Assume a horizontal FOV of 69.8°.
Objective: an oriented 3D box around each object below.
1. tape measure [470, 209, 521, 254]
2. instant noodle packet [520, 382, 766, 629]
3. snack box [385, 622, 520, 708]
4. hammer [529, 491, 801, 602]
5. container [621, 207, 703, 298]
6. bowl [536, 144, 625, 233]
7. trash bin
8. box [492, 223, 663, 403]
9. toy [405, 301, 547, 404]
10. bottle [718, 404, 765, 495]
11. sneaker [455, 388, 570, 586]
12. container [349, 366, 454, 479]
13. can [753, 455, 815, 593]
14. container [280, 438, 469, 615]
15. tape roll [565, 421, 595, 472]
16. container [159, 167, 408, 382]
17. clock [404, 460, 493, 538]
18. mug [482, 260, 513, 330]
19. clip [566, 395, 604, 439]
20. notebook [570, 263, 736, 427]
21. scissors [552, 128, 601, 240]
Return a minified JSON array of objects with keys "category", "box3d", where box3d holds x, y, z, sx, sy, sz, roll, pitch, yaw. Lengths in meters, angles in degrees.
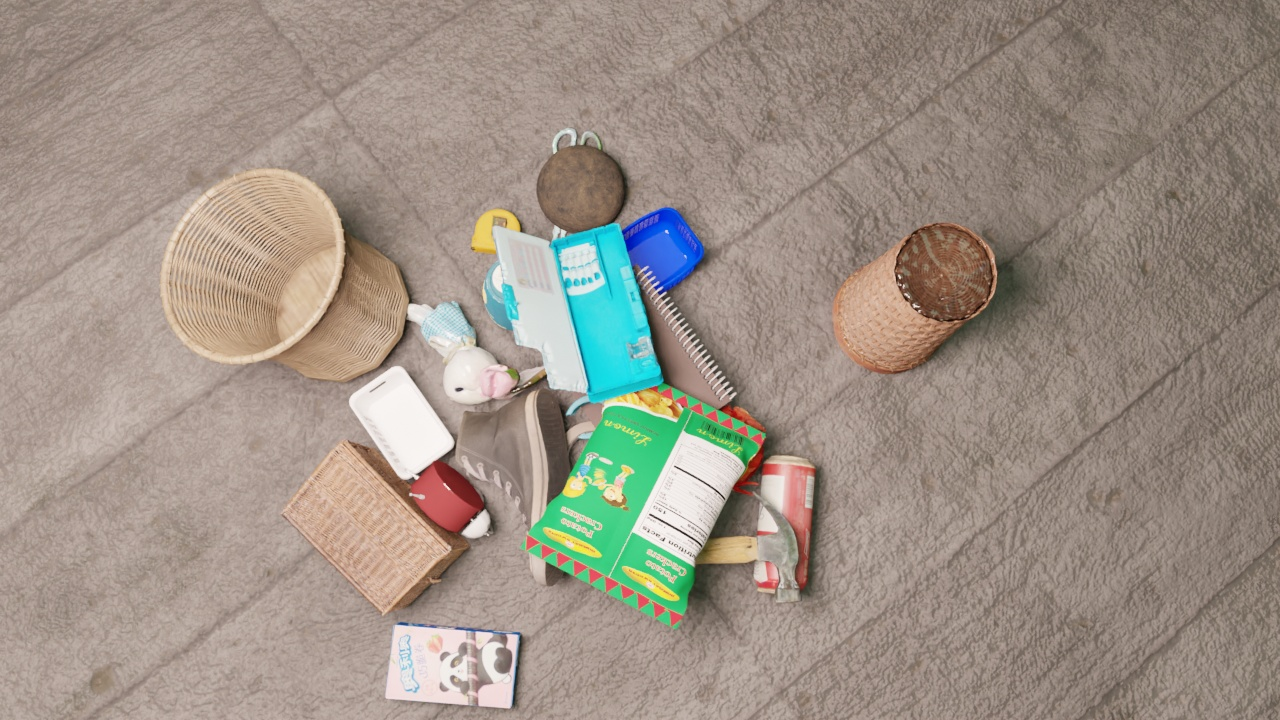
[{"category":"tape measure","box3d":[-0.189,-0.173,1.230,0.068,0.030,0.059,7,81,-2]},{"category":"instant noodle packet","box3d":[0.008,0.150,1.065,0.195,0.090,0.252,26,70,5]},{"category":"snack box","box3d":[-0.228,0.372,1.120,0.154,0.033,0.088,6,79,-1]},{"category":"hammer","box3d":[0.026,0.235,1.125,0.331,0.033,0.132,-5,75,10]},{"category":"container","box3d":[0.017,-0.136,1.217,0.114,0.058,0.096,-34,82,-8]},{"category":"bowl","box3d":[-0.076,-0.234,1.222,0.121,0.056,0.121,1,83,-10]},{"category":"trash bin","box3d":[0.336,-0.075,1.141,0.151,0.210,0.151,0,79,-2]},{"category":"box","box3d":[-0.080,-0.060,1.102,0.180,0.074,0.226,-4,60,-20]},{"category":"toy","box3d":[-0.232,-0.003,1.167,0.205,0.131,0.106,34,100,16]},{"category":"bottle","box3d":[0.110,0.118,1.152,0.099,0.099,0.111,44,80,6]},{"category":"sneaker","box3d":[-0.152,0.160,1.123,0.120,0.095,0.234,-13,84,20]},{"category":"container","box3d":[-0.299,0.081,1.165,0.080,0.049,0.129,-36,83,-9]},{"category":"can","box3d":[0.181,0.207,1.153,0.067,0.067,0.170,6,79,-1]},{"category":"container","box3d":[-0.318,0.202,1.109,0.198,0.114,0.112,42,83,7]},{"category":"tape roll","box3d":[-0.061,0.126,1.176,0.093,0.030,0.093,0,79,-2]},{"category":"container","box3d":[-0.408,-0.084,1.096,0.227,0.196,0.226,-3,76,12]},{"category":"clock","box3d":[-0.228,0.172,1.119,0.044,0.087,0.124,-45,119,2]},{"category":"mug","box3d":[-0.163,-0.103,1.179,0.084,0.104,0.112,-4,80,-4]},{"category":"clip","box3d":[-0.039,0.041,1.138,0.127,0.028,0.113,-38,80,6]},{"category":"notebook","box3d":[-0.007,0.007,1.158,0.172,0.022,0.209,-35,83,4]},{"category":"scissors","box3d":[-0.094,-0.235,1.254,0.072,0.033,0.175,9,83,-3]}]
